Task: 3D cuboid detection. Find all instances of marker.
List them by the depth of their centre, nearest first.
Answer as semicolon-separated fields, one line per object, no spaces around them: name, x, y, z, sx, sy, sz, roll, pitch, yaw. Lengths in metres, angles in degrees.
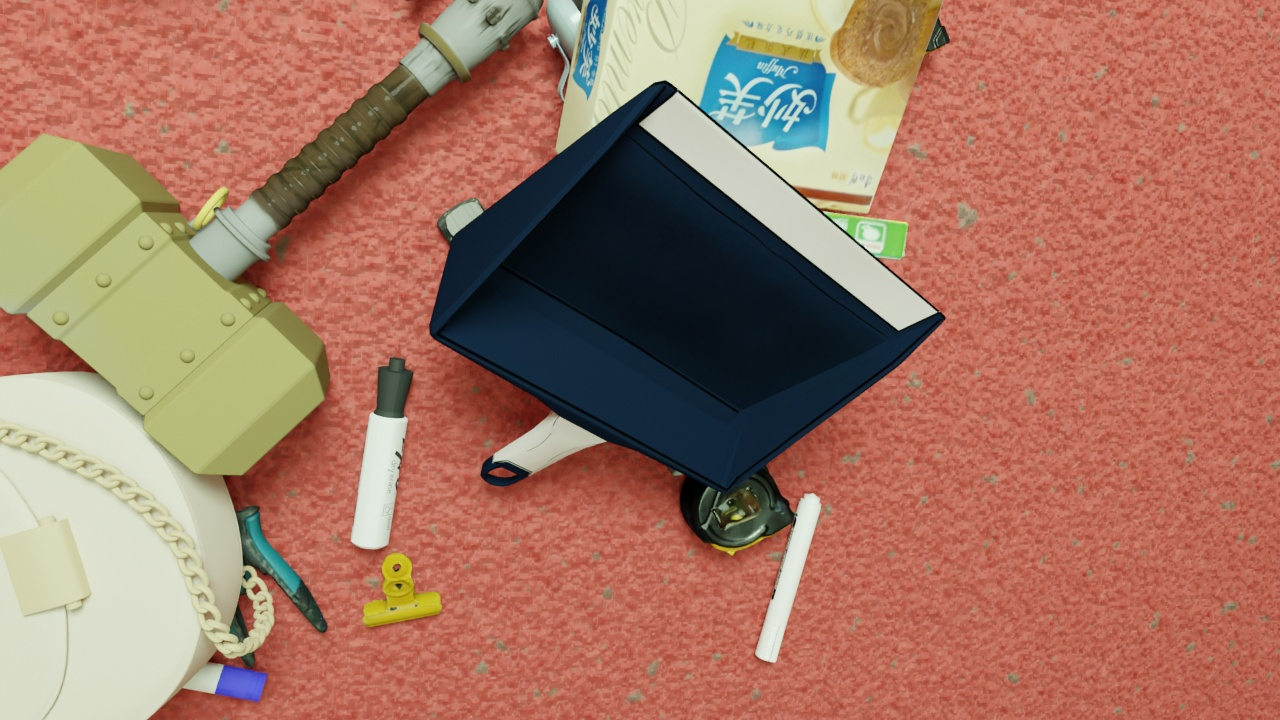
marker;-0.315;0.196;0.589;0.141;0.020;0.020;18;95;-16
marker;-0.168;0.060;0.601;0.025;0.025;0.126;9;97;-16
marker;0.114;0.165;0.698;0.017;0.020;0.133;13;96;-21

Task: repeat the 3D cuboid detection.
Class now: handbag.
handbag;-0.342;0.114;0.523;0.208;0.103;0.210;-16;93;-4

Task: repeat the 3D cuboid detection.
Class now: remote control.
remote control;-0.086;-0.044;0.611;0.033;0.013;0.136;-34;108;-6

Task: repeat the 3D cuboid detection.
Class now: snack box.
snack box;0.067;-0.176;0.544;0.207;0.055;0.153;2;118;-25
snack box;0.060;-0.087;0.580;0.168;0.132;0.027;4;98;-16

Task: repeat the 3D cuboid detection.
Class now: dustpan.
dustpan;-0.003;0.003;0.537;0.236;0.274;0.080;31;51;-32

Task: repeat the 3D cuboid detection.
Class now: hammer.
hammer;-0.183;-0.113;0.528;0.324;0.101;0.190;-44;107;-5

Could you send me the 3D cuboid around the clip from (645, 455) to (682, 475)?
clip;0.045;-0.003;0.646;0.108;0.028;0.163;38;88;-18

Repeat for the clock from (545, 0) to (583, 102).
clock;0.006;-0.223;0.573;0.122;0.075;0.162;29;102;-29

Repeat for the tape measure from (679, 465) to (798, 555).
tape measure;0.067;0.102;0.663;0.072;0.042;0.071;-31;109;-5

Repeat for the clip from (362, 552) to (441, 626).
clip;-0.164;0.155;0.625;0.053;0.035;0.046;-7;120;-12

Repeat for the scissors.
scissors;-0.258;0.134;0.594;0.122;0.019;0.149;14;94;-16

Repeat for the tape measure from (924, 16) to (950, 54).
tape measure;0.171;-0.235;0.632;0.062;0.038;0.067;-28;106;-9
